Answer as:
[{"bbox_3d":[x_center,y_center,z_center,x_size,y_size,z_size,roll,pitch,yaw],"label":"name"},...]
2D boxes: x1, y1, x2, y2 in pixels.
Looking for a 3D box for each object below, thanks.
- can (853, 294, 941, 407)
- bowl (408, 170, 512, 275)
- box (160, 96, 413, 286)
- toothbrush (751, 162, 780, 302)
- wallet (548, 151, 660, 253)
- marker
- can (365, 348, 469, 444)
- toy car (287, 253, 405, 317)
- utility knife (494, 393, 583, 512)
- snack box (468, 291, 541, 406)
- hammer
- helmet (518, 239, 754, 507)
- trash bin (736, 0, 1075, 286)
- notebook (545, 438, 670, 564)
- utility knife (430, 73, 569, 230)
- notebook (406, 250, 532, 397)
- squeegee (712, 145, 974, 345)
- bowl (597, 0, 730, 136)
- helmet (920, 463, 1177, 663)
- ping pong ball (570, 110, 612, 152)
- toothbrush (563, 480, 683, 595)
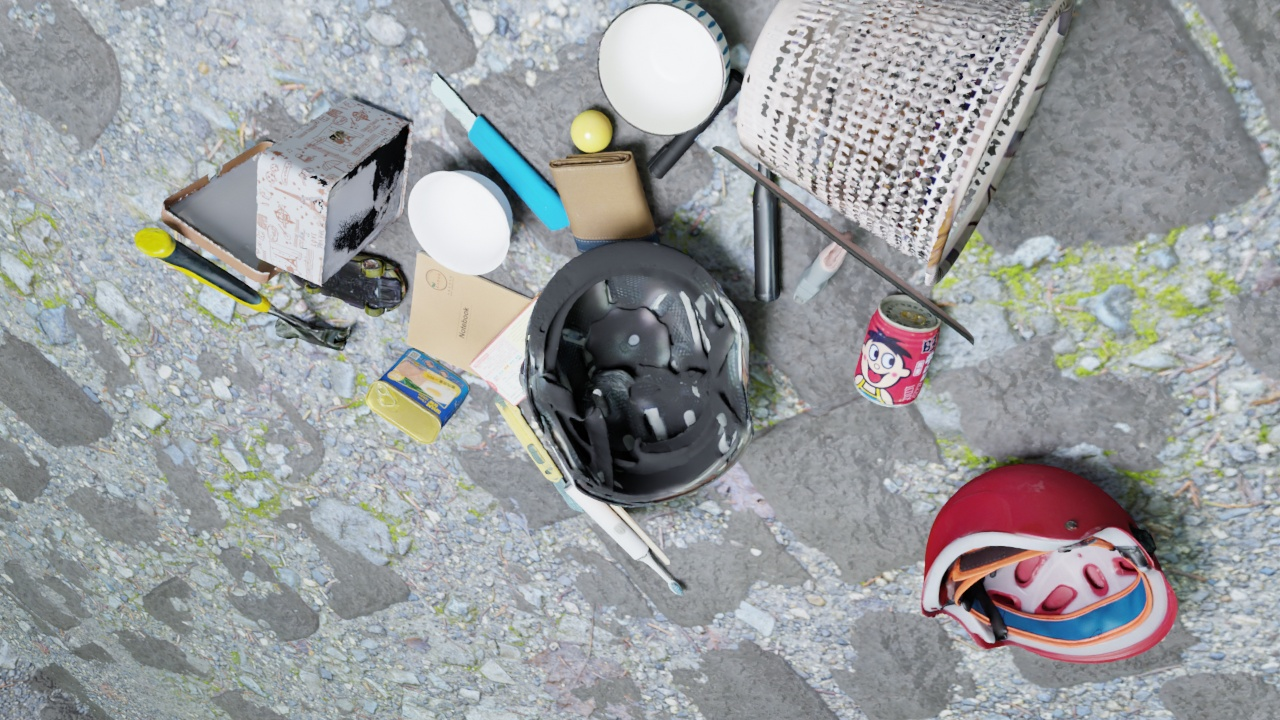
[{"bbox_3d":[0.251,-0.010,0.897,0.066,0.066,0.094,16,128,12],"label":"can"},{"bbox_3d":[-0.180,-0.158,0.979,0.118,0.064,0.118,11,127,15],"label":"bowl"},{"bbox_3d":[-0.371,-0.193,0.966,0.193,0.182,0.157,25,129,2],"label":"box"},{"bbox_3d":[0.118,-0.153,0.878,0.027,0.026,0.213,-16,124,-12],"label":"toothbrush"},{"bbox_3d":[-0.036,-0.156,0.919,0.090,0.033,0.115,1,141,19],"label":"wallet"},{"bbox_3d":[0.050,-0.221,0.863,0.022,0.020,0.132,27,134,-23],"label":"marker"},{"bbox_3d":[-0.278,0.043,1.153,0.102,0.083,0.057,34,129,-2],"label":"can"},{"bbox_3d":[-0.358,-0.104,1.109,0.158,0.042,0.070,18,129,9],"label":"toy car"},{"bbox_3d":[-0.131,0.120,1.193,0.031,0.021,0.206,-14,121,37],"label":"utility knife"},{"bbox_3d":[-0.131,-0.012,1.075,0.077,0.026,0.156,43,129,-10],"label":"snack box"},{"bbox_3d":[-0.445,-0.073,1.054,0.126,0.031,0.323,13,167,16],"label":"hammer"},{"bbox_3d":[-0.006,0.006,0.954,0.230,0.157,0.274,-20,104,-2],"label":"helmet"},{"bbox_3d":[0.191,-0.197,0.712,0.192,0.226,0.228,28,131,20],"label":"trash bin"},{"bbox_3d":[-0.043,0.160,1.090,0.149,0.012,0.211,49,172,-14],"label":"notebook"},{"bbox_3d":[-0.145,-0.215,0.953,0.034,0.018,0.204,-37,104,26],"label":"utility knife"},{"bbox_3d":[-0.183,-0.033,1.107,0.208,0.008,0.148,24,129,6],"label":"notebook"},{"bbox_3d":[0.165,-0.087,0.817,0.247,0.249,0.040,38,85,6],"label":"squeegee"},{"bbox_3d":[0.026,-0.265,0.812,0.116,0.066,0.117,12,128,15],"label":"bowl"},{"bbox_3d":[0.407,0.195,0.931,0.240,0.143,0.208,28,132,-15],"label":"helmet"},{"bbox_3d":[-0.047,-0.222,0.891,0.040,0.040,0.040,12,127,16],"label":"ping pong ball"},{"bbox_3d":[-0.018,0.236,1.215,0.026,0.026,0.221,-44,103,-6],"label":"toothbrush"}]
